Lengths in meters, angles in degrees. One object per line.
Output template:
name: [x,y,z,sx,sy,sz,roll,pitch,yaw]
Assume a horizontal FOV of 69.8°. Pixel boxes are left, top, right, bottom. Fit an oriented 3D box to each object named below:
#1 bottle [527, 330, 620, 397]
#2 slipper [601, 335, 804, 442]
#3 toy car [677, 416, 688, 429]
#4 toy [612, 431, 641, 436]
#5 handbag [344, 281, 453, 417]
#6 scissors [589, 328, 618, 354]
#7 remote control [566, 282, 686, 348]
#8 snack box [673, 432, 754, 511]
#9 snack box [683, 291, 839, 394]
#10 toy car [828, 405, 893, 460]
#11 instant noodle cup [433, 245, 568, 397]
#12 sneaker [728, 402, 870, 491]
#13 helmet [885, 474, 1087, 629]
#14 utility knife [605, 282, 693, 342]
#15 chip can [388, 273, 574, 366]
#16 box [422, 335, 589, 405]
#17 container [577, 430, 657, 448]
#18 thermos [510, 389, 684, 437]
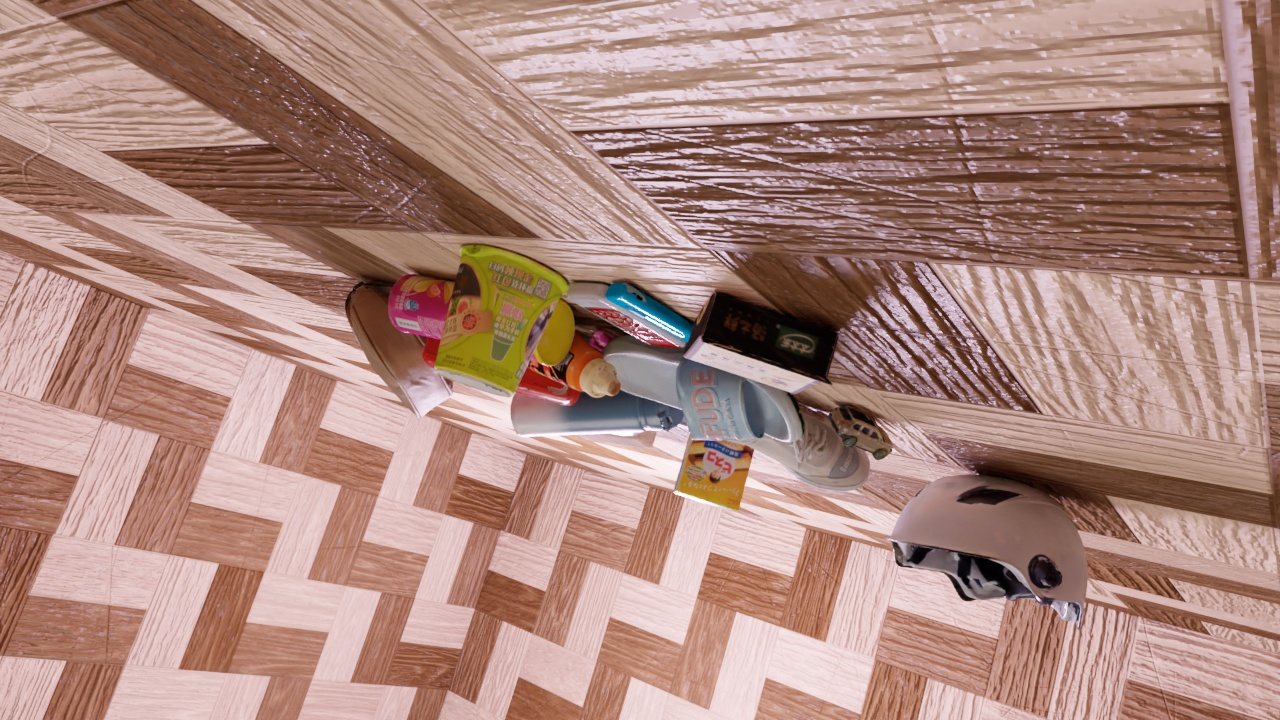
bottle: [-0.075,0.001,1.016,0.149,0.067,0.066,31,180,40]
slipper: [0.055,0.034,0.972,0.246,0.074,0.104,15,143,30]
toy car: [0.078,0.087,1.376,0.090,0.034,0.043,18,166,-11]
toy: [-0.052,0.043,1.218,0.159,0.054,0.122,35,142,-7]
handbag: [-0.312,-0.017,1.219,0.147,0.099,0.205,51,164,17]
scissors: [-0.005,0.008,1.077,0.137,0.017,0.084,36,159,-15]
remote control: [-0.011,-0.043,0.904,0.056,0.020,0.136,8,166,44]
snack box: [0.105,0.123,1.225,0.087,0.140,0.034,19,167,-6]
snack box: [0.103,-0.011,0.795,0.113,0.053,0.126,18,169,-2]
toy car: [0.254,0.081,1.043,0.090,0.042,0.035,26,122,-32]
instant noodle cup: [-0.140,-0.033,0.881,0.112,0.123,0.112,17,169,3]
sneaker: [0.170,0.078,1.069,0.242,0.089,0.091,25,164,-6]
helmet: [0.447,0.220,1.163,0.258,0.145,0.229,31,164,-21]
utility knife: [0.024,-0.038,0.876,0.034,0.018,0.159,7,166,42]
chip can: [-0.178,-0.048,1.009,0.211,0.071,0.071,12,168,29]
box: [-0.156,-0.003,1.137,0.201,0.095,0.102,15,166,10]
container: [-0.034,0.079,1.374,0.111,0.090,0.090,10,167,22]
thermos: [-0.053,0.060,1.148,0.221,0.070,0.070,-5,161,22]
